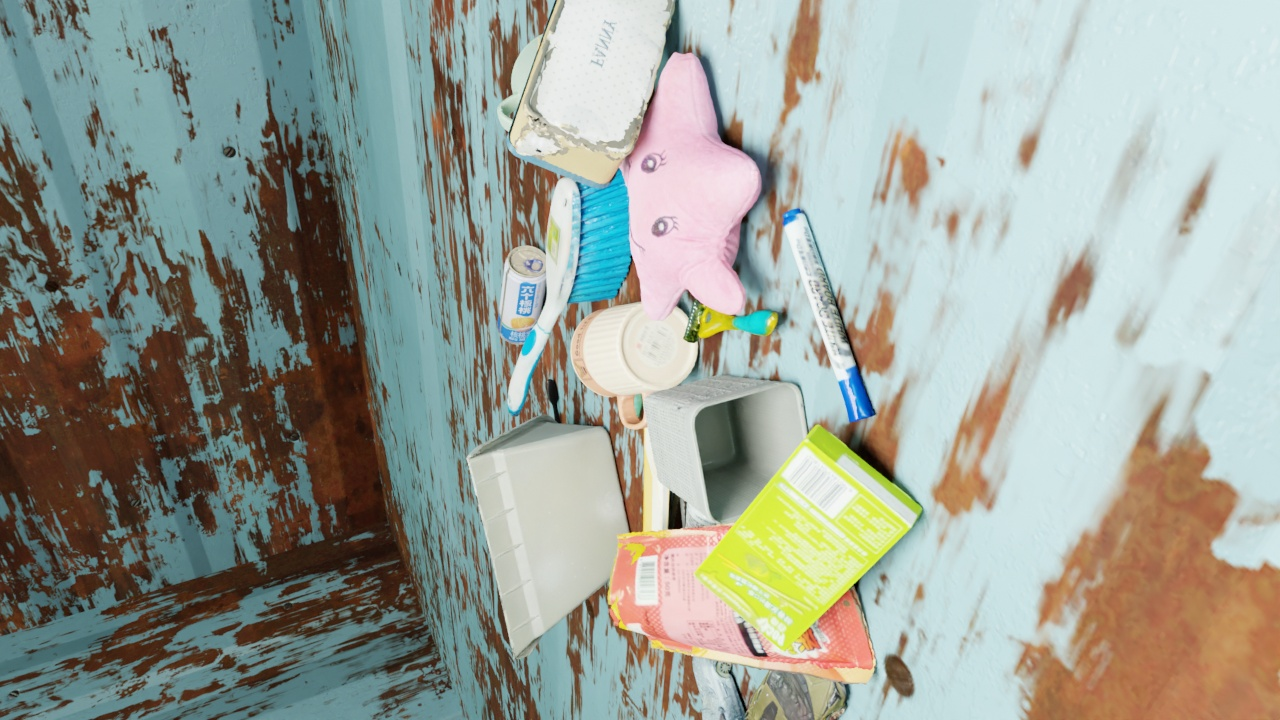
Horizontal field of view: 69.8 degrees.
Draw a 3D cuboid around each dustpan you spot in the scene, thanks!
[{"bbox_3d":[-0.115,0.175,1.048,0.143,0.257,0.223,-5,99,43],"label":"dustpan"}]

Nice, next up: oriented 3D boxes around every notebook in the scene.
[{"bbox_3d":[0.014,0.136,0.897,0.145,0.010,0.207,-102,10,-57],"label":"notebook"}]

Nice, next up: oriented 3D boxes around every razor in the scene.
[{"bbox_3d":[0.073,-0.031,0.700,0.133,0.028,0.043,8,79,68],"label":"razor"}]

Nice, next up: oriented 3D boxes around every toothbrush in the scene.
[{"bbox_3d":[-0.104,0.114,1.209,0.017,0.014,0.189,-148,47,-68],"label":"toothbrush"}]

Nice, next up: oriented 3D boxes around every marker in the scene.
[{"bbox_3d":[0.122,-0.031,0.603,0.017,0.016,0.145,-33,73,66],"label":"marker"}]

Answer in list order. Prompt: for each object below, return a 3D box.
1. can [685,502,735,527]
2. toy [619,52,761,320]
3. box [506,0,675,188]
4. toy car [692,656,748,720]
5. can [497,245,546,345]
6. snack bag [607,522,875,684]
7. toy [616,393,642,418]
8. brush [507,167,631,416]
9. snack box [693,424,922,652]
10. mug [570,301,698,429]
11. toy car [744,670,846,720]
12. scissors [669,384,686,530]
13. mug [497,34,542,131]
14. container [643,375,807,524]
[{"bbox_3d":[0.067,0.173,0.798,0.058,0.058,0.147,46,144,49],"label":"can"},{"bbox_3d":[0.036,-0.126,0.672,0.179,0.074,0.194,-7,91,61],"label":"toy"},{"bbox_3d":[-0.033,-0.223,0.676,0.061,0.089,0.184,138,151,-62],"label":"box"},{"bbox_3d":[0.079,0.339,0.900,0.054,0.036,0.120,131,125,-63],"label":"toy car"},{"bbox_3d":[-0.146,-0.080,1.137,0.053,0.053,0.135,63,154,28],"label":"can"},{"bbox_3d":[0.072,0.183,0.715,0.208,0.073,0.128,-11,98,39],"label":"snack bag"},{"bbox_3d":[-0.023,0.006,0.941,0.092,0.030,0.097,44,137,47],"label":"toy"},{"bbox_3d":[-0.075,-0.060,0.917,0.060,0.109,0.315,56,150,33],"label":"brush"},{"bbox_3d":[0.107,0.124,0.618,0.086,0.026,0.157,39,127,11],"label":"snack box"},{"bbox_3d":[-0.005,0.005,0.825,0.106,0.081,0.114,173,91,-65],"label":"mug"},{"bbox_3d":[0.125,0.282,0.756,0.070,0.042,0.158,55,147,38],"label":"toy car"},{"bbox_3d":[0.035,0.094,0.837,0.178,0.014,0.159,110,152,-51],"label":"scissors"},{"bbox_3d":[-0.065,-0.222,0.795,0.106,0.111,0.082,52,162,40],"label":"mug"},{"bbox_3d":[0.062,0.061,0.708,0.114,0.090,0.090,-166,64,-67],"label":"container"}]
